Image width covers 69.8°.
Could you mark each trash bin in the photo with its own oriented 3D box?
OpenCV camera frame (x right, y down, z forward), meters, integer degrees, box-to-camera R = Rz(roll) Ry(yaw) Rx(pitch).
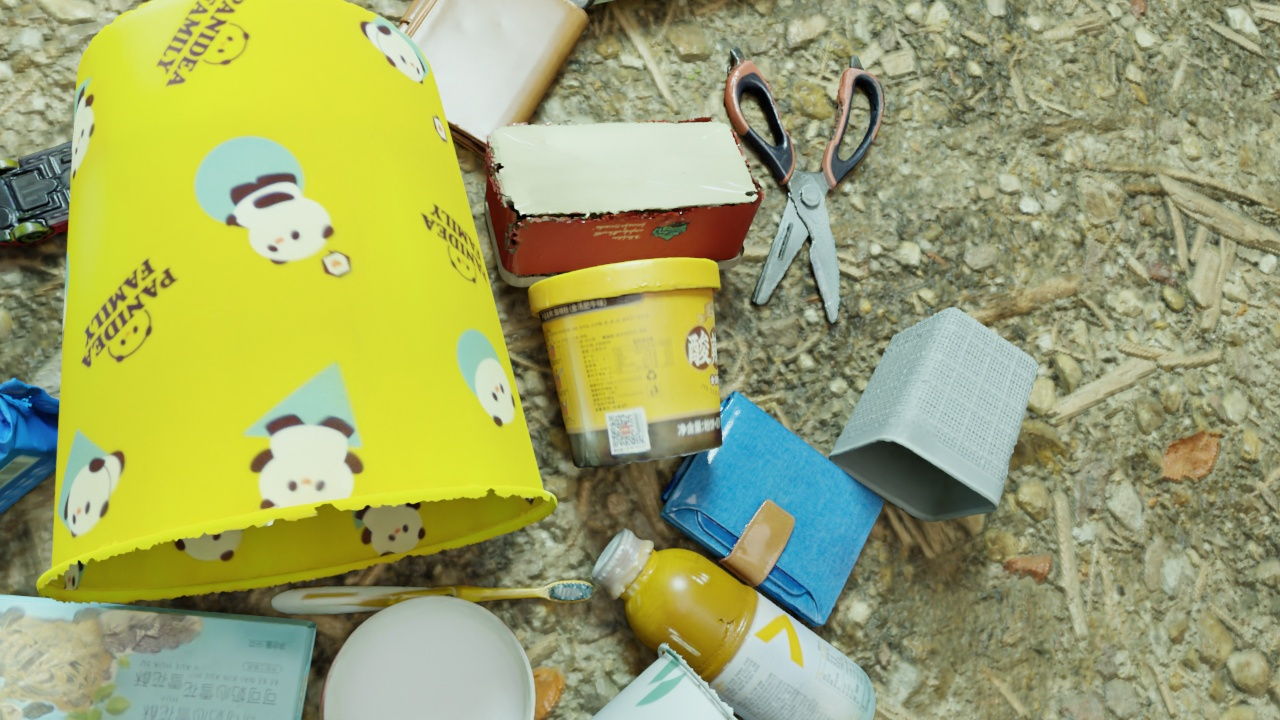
[{"bbox_3d":[-0.178,-0.026,0.471,0.229,0.230,0.255,-7,75,-17],"label":"trash bin"},{"bbox_3d":[-0.020,0.308,0.441,0.251,0.230,0.229,-34,88,-15],"label":"trash bin"}]

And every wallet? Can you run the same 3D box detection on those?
[{"bbox_3d":[-0.109,-0.212,0.625,0.108,0.031,0.131,29,70,-9],"label":"wallet"},{"bbox_3d":[0.088,0.097,0.608,0.133,0.040,0.106,36,67,-4],"label":"wallet"}]

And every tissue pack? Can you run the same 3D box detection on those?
[{"bbox_3d":[-0.365,0.067,0.459,0.052,0.095,0.157,47,72,-4],"label":"tissue pack"}]

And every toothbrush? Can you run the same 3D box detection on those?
[{"bbox_3d":[-0.120,0.142,0.550,0.191,0.018,0.016,2,76,-15],"label":"toothbrush"}]

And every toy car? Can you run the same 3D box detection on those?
[{"bbox_3d":[-0.335,-0.101,0.537,0.106,0.031,0.049,-26,85,-20],"label":"toy car"}]

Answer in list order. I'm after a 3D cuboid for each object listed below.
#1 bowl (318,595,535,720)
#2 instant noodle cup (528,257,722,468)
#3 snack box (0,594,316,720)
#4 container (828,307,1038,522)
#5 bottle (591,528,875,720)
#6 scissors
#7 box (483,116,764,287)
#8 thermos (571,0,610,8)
[{"bbox_3d":[-0.116,0.193,0.512,0.113,0.062,0.113,3,67,-7],"label":"bowl"},{"bbox_3d":[-0.003,0.003,0.565,0.118,0.119,0.114,-7,87,-17],"label":"instant noodle cup"},{"bbox_3d":[-0.267,0.169,0.486,0.174,0.052,0.074,9,75,-13],"label":"snack box"},{"bbox_3d":[0.203,0.036,0.627,0.090,0.090,0.114,32,69,-7],"label":"container"},{"bbox_3d":[0.055,0.172,0.565,0.189,0.068,0.068,37,71,-5],"label":"bottle"},{"bbox_3d":[0.124,-0.142,0.682,0.188,0.015,0.226,-30,88,-19],"label":"scissors"},{"bbox_3d":[-0.012,-0.111,0.590,0.168,0.080,0.091,-6,56,-17],"label":"box"},{"bbox_3d":[0.051,-0.316,0.675,0.224,0.073,0.073,-20,84,-19],"label":"thermos"}]
